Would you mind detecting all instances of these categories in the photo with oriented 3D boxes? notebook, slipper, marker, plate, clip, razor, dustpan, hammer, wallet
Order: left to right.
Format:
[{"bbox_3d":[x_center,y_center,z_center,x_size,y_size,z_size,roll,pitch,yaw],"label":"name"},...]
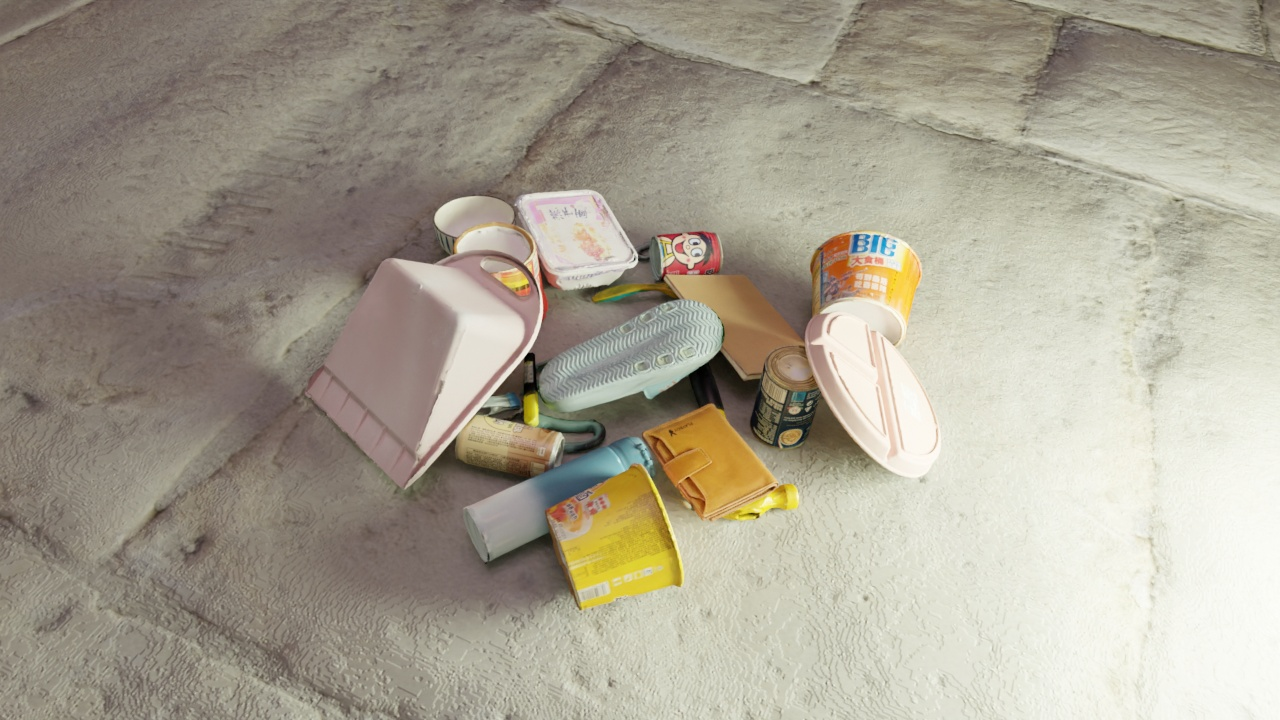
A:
[{"bbox_3d":[-0.242,-0.008,1.099,0.222,0.274,0.138,39,17,30],"label":"dustpan"},{"bbox_3d":[-0.174,0.054,1.115,0.056,0.027,0.024,-12,46,-25],"label":"clip"},{"bbox_3d":[-0.135,0.034,1.134,0.018,0.015,0.124,-27,42,17],"label":"marker"},{"bbox_3d":[-0.007,0.007,1.139,0.245,0.074,0.104,-22,49,-6],"label":"slipper"},{"bbox_3d":[-0.002,-0.095,1.292,0.132,0.028,0.043,-5,50,-8],"label":"razor"},{"bbox_3d":[0.072,0.118,1.042,0.118,0.035,0.130,-19,53,-28],"label":"wallet"},{"bbox_3d":[0.089,0.065,1.130,0.128,0.033,0.300,-6,50,-12],"label":"hammer"},{"bbox_3d":[0.142,-0.051,1.242,0.149,0.012,0.211,-4,43,-35],"label":"notebook"},{"bbox_3d":[0.286,0.033,1.105,0.229,0.028,0.229,31,38,-28],"label":"plate"}]

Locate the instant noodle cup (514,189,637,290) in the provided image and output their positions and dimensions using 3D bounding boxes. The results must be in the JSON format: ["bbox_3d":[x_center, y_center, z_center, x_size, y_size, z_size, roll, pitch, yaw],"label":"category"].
[{"bbox_3d":[-0.097,-0.167,1.305,0.137,0.060,0.173,-9,48,-24],"label":"instant noodle cup"}]

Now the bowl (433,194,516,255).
[{"bbox_3d":[-0.235,-0.180,1.318,0.116,0.066,0.116,1,41,-1],"label":"bowl"}]

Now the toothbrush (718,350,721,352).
[{"bbox_3d":[0.090,-0.024,1.236,0.192,0.018,0.016,16,45,9],"label":"toothbrush"}]

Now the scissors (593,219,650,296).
[{"bbox_3d":[-0.048,-0.157,1.355,0.180,0.014,0.159,-13,49,-16],"label":"scissors"}]

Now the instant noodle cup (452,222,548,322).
[{"bbox_3d":[-0.192,-0.112,1.230,0.138,0.109,0.137,3,45,-3],"label":"instant noodle cup"}]

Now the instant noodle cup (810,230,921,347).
[{"bbox_3d":[0.297,-0.083,1.231,0.151,0.152,0.111,12,54,6],"label":"instant noodle cup"}]

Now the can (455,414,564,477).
[{"bbox_3d":[-0.150,0.101,1.062,0.116,0.059,0.058,12,46,5],"label":"can"}]

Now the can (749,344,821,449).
[{"bbox_3d":[0.178,0.045,1.112,0.075,0.111,0.075,3,46,-3],"label":"can"}]

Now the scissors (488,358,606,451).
[{"bbox_3d":[-0.108,0.062,1.132,0.169,0.019,0.181,-27,55,-30],"label":"scissors"}]

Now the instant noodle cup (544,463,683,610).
[{"bbox_3d":[-0.031,0.187,0.946,0.109,0.138,0.138,-19,50,-11],"label":"instant noodle cup"}]

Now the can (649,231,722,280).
[{"bbox_3d":[0.065,-0.151,1.322,0.093,0.067,0.066,-7,47,-12],"label":"can"}]

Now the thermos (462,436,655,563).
[{"bbox_3d":[-0.085,0.149,1.017,0.220,0.070,0.070,-22,52,-24],"label":"thermos"}]
